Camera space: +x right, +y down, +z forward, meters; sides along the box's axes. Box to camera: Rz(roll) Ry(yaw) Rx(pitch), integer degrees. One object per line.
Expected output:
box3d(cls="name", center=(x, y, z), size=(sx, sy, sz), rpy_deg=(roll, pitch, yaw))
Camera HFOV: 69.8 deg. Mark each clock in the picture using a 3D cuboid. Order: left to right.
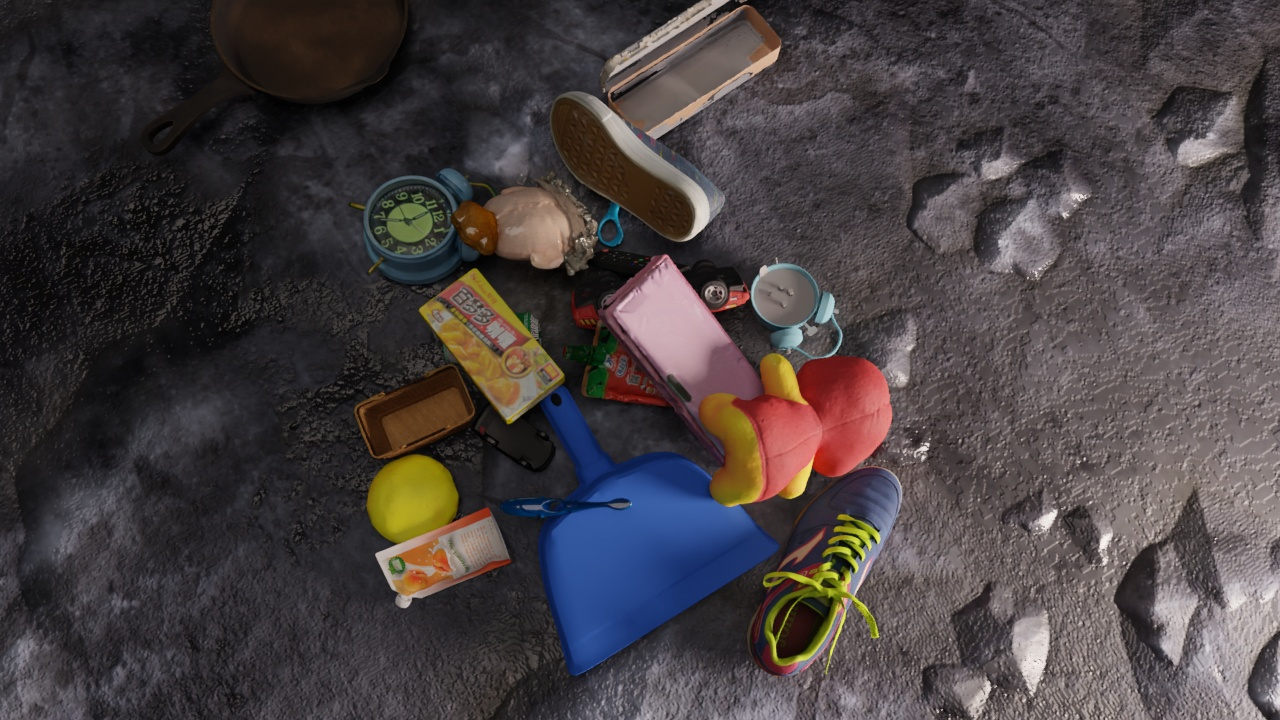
box3d(cls="clock", center=(-0.233, -0.152, 1.016), size=(0.162, 0.060, 0.118), rpy_deg=(-20, 75, -10))
box3d(cls="clock", center=(0.170, -0.054, 1.005), size=(0.087, 0.042, 0.123), rpy_deg=(-39, 77, -10))

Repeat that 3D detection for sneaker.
box3d(cls="sneaker", center=(-0.004, -0.220, 1.028), size=(0.235, 0.088, 0.079), rpy_deg=(42, 43, 19))
box3d(cls="sneaker", center=(0.195, 0.208, 0.911), size=(0.116, 0.091, 0.241), rpy_deg=(32, 76, 10))

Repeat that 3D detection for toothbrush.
box3d(cls="toothbrush", center=(-0.073, 0.142, 0.898), size=(0.132, 0.016, 0.021), rpy_deg=(-3, 72, 9))

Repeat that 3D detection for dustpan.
box3d(cls="dustpan", center=(-0.028, 0.140, 0.936), size=(0.245, 0.059, 0.257), rpy_deg=(-30, 92, -8))

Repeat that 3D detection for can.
box3d(cls="can", center=(-0.158, -0.023, 0.986), size=(0.101, 0.053, 0.053), rpy_deg=(-4, 75, -2))

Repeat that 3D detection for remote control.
box3d(cls="remote control", center=(-0.004, -0.104, 0.992), size=(0.125, 0.010, 0.039), rpy_deg=(15, 30, 38))

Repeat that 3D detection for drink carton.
box3d(cls="drink carton", center=(-0.200, 0.201, 0.931), size=(0.122, 0.039, 0.069), rpy_deg=(-21, 110, -7))

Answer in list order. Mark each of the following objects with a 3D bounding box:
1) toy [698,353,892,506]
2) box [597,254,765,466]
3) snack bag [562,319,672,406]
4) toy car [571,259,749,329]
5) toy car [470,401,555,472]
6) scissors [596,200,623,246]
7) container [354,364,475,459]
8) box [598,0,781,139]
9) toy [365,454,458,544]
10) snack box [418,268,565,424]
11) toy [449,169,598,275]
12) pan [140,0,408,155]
box3d(cls="toy", center=(0.165, 0.066, 0.920), size=(0.215, 0.099, 0.148), rpy_deg=(-17, 113, -26))
box3d(cls="box", center=(0.060, 0.007, 0.930), size=(0.098, 0.046, 0.233), rpy_deg=(-42, 111, -10))
box3d(cls="snack bag", center=(-0.006, 0.006, 0.964), size=(0.155, 0.044, 0.087), rpy_deg=(10, 105, -15))
box3d(cls="toy car", center=(0.020, -0.070, 0.990), size=(0.189, 0.081, 0.056), rpy_deg=(-8, 115, -1))
box3d(cls="toy car", center=(-0.133, 0.082, 0.968), size=(0.091, 0.036, 0.042), rpy_deg=(37, 74, -16))
box3d(cls="scissors", center=(-0.016, -0.195, 1.057), size=(0.103, 0.015, 0.133), rpy_deg=(-10, 71, 0))
box3d(cls="container", center=(-0.230, 0.058, 0.959), size=(0.114, 0.061, 0.063), rpy_deg=(-24, 77, -7))
box3d(cls="box", center=(0.062, -0.344, 1.065), size=(0.216, 0.095, 0.108), rpy_deg=(-35, 103, -10))
box3d(cls="toy", center=(-0.235, 0.144, 0.948), size=(0.094, 0.041, 0.095), rpy_deg=(1, 74, -6))
box3d(cls="snack box", center=(-0.152, -0.016, 0.941), size=(0.075, 0.025, 0.152), rpy_deg=(-38, 78, -10))
box3d(cls="toy", center=(-0.123, -0.140, 0.986), size=(0.175, 0.076, 0.132), rpy_deg=(-6, 50, -36))
box3d(cls="pan", center=(-0.430, -0.356, 1.074), size=(0.248, 0.043, 0.355), rpy_deg=(43, 79, 10))
